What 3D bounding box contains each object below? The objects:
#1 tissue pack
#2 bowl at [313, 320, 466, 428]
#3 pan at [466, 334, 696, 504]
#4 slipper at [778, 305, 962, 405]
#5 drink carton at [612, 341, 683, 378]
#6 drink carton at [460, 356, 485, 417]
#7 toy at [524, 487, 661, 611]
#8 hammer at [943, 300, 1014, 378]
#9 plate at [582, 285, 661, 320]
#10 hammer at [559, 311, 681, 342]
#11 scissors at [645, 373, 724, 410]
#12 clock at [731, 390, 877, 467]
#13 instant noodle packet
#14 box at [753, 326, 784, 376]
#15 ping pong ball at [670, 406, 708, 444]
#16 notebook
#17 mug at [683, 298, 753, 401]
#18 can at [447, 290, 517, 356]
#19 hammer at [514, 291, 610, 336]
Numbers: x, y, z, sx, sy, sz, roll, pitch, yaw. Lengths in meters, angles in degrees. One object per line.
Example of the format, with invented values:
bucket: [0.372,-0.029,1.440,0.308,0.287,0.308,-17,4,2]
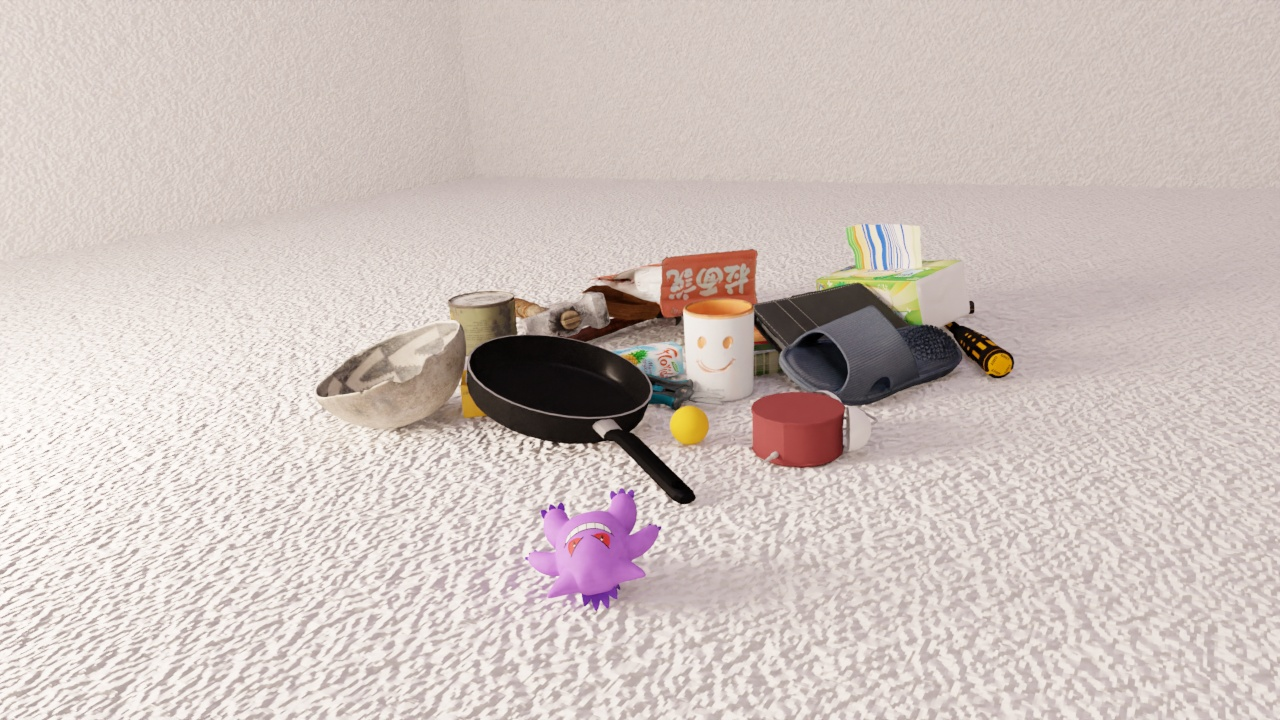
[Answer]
tissue pack: [0.342,-0.121,1.277,0.120,0.141,0.198,-24,17,-36]
bowl: [-0.272,0.028,1.047,0.178,0.081,0.178,-18,22,7]
pan: [-0.051,0.061,0.954,0.203,0.044,0.356,-3,28,-33]
slipper: [0.283,-0.016,1.059,0.263,0.083,0.101,-9,50,-30]
drink carton: [-0.007,0.007,1.146,0.128,0.044,0.038,-11,19,-18]
drink carton: [-0.185,0.027,1.113,0.058,0.040,0.122,-5,18,-7]
toy: [-0.034,0.146,0.689,0.106,0.056,0.088,-13,21,1]
hammer: [0.427,-0.037,1.233,0.123,0.036,0.320,-5,15,4]
plate: [-0.021,-0.085,1.346,0.131,0.025,0.131,5,17,-2]
hammer: [-0.050,-0.049,1.358,0.111,0.028,0.299,11,22,40]
scissors: [0.023,0.039,1.070,0.144,0.019,0.126,-18,35,-4]
clock: [0.168,0.066,0.917,0.137,0.048,0.096,-8,18,-17]
instant noodle packet: [0.042,-0.123,1.338,0.164,0.084,0.221,-10,14,-30]
box: [0.139,-0.031,1.236,0.117,0.050,0.205,-7,19,-11]
ping pong ball: [0.051,0.067,0.947,0.040,0.040,0.040,-3,17,1]
notebook: [0.253,-0.032,1.149,0.208,0.030,0.169,-12,46,-35]
mug: [0.094,-0.014,1.089,0.082,0.105,0.082,-3,18,1]
can: [-0.214,-0.050,1.253,0.090,0.075,0.089,-3,17,1]
hammer: [-0.153,-0.071,1.367,0.121,0.049,0.319,-18,13,-20]
